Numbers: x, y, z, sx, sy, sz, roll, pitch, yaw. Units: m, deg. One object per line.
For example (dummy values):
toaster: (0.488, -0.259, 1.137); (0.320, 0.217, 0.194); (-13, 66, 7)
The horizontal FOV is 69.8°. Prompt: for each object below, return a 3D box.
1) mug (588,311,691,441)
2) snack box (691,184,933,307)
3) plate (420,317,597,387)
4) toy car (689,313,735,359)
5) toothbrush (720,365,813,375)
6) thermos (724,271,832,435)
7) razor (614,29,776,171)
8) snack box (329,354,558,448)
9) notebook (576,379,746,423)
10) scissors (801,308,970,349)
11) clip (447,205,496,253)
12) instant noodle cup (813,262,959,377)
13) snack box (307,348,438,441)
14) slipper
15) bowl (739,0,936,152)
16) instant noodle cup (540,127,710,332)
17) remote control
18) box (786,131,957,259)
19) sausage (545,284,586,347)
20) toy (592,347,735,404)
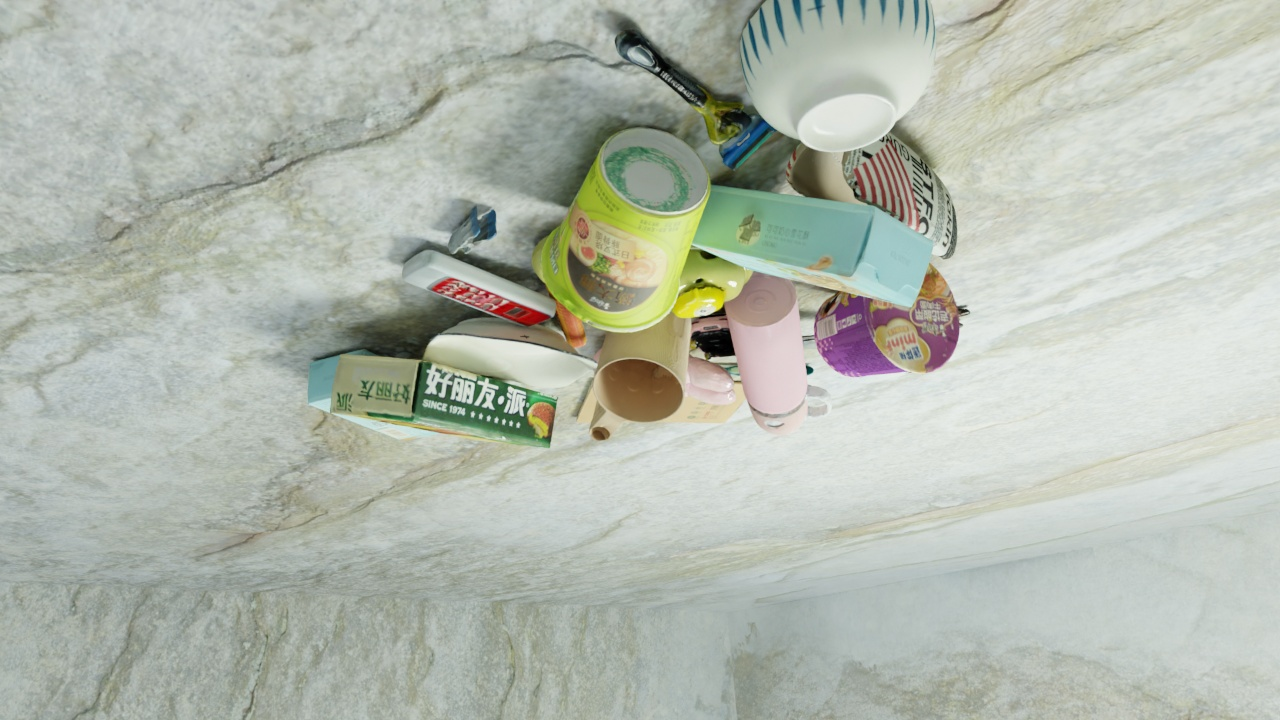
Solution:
mug: (-0.005, 0.005, 0.870); (0.084, 0.103, 0.125); (27, 132, -15)
snack box: (0.118, -0.086, 0.669); (0.074, 0.051, 0.175); (16, -177, -39)
plate: (-0.132, -0.011, 0.925); (0.163, 0.034, 0.165); (11, 164, -19)
toy car: (0.083, -0.025, 0.946); (0.056, 0.037, 0.122); (-4, 169, 15)
toothbrush: (0.109, 0.013, 1.072); (0.191, 0.016, 0.018); (0, 169, -9)
thermos: (0.136, 0.001, 0.888); (0.087, 0.067, 0.199); (2, 145, 18)
razor: (0.031, -0.172, 0.590); (0.043, 0.022, 0.142); (-45, 138, 20)
snack box: (-0.201, 0.046, 0.978); (0.115, 0.063, 0.240); (3, 170, 29)
notebook: (0.030, 0.054, 1.172); (0.207, 0.008, 0.148); (1, 157, -12)
scissors: (0.236, -0.031, 0.946); (0.186, 0.015, 0.208); (-27, 153, 35)
clip: (-0.137, -0.102, 0.737); (0.038, 0.026, 0.058); (3, 162, -35)
instant noodle cup: (0.225, -0.033, 0.862); (0.111, 0.111, 0.099); (6, 166, -23)
snack box: (-0.288, 0.042, 1.037); (0.074, 0.051, 0.175); (-13, 157, 20)
slipper: (0.002, -0.064, 0.781); (0.190, 0.081, 0.092); (3, 160, -8)
bowl: (0.120, -0.169, 0.550); (0.116, 0.066, 0.117); (-3, 158, -1)
instant noodle cup: (-0.007, -0.100, 0.666); (0.111, 0.111, 0.124); (3, 149, -16)
remote control: (-0.142, -0.061, 0.814); (0.136, 0.020, 0.056); (21, 158, -34)
box: (0.170, -0.124, 0.678); (0.087, 0.076, 0.162); (-6, 163, 45)
sausage: (-0.071, -0.046, 0.887); (0.021, 0.021, 0.165); (-4, 158, 3)
toy: (0.025, 0.016, 0.990); (0.159, 0.054, 0.121); (11, 162, 10)
